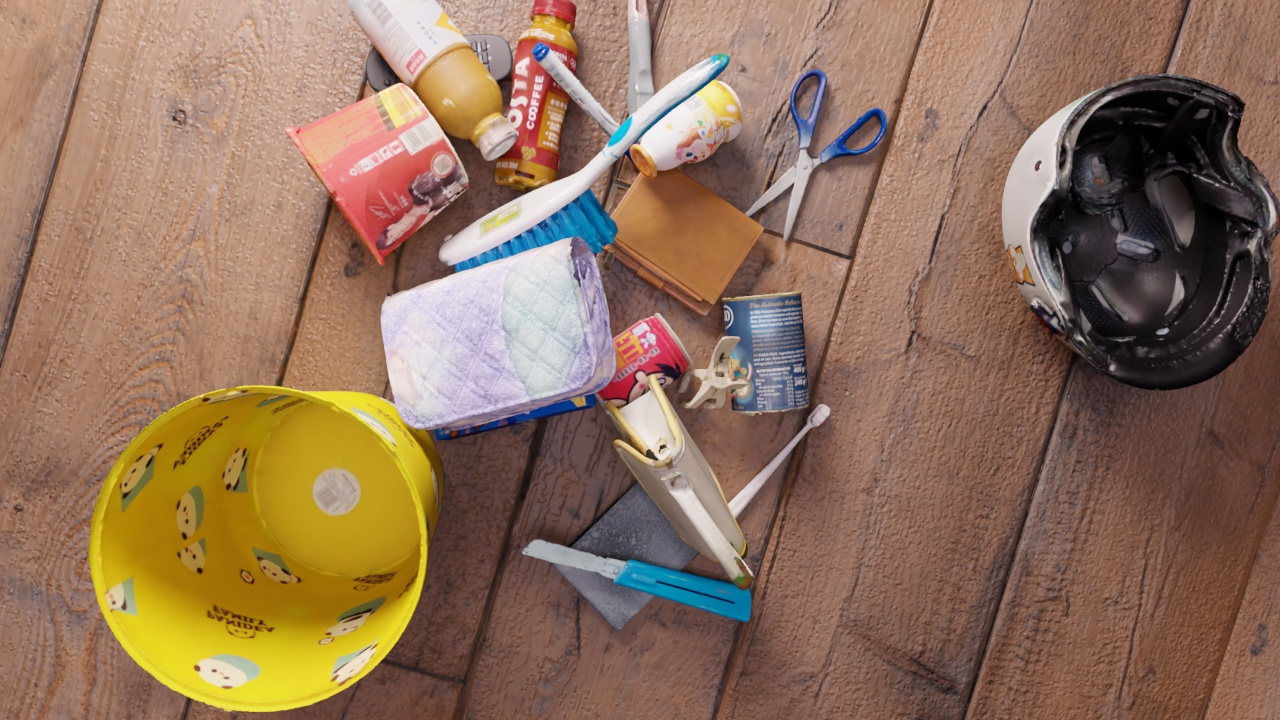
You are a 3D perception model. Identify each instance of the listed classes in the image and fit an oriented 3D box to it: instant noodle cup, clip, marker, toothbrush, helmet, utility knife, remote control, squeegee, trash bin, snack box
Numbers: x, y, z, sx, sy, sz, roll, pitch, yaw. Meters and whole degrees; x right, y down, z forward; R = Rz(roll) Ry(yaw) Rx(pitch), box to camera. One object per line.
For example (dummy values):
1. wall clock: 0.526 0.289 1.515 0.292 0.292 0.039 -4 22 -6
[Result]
1. instant noodle cup: -0.225 -0.169 0.814 0.108 0.138 0.138 -35 95 -10
2. clip: 0.070 0.020 0.856 0.034 0.100 0.071 4 64 -22
3. marker: -0.046 -0.234 0.842 0.017 0.017 0.145 -49 124 -1
4. toothbrush: 0.125 0.112 0.907 0.016 0.016 0.180 42 90 -3
5. helmet: 0.436 -0.118 0.849 0.230 0.157 0.274 -27 105 -4
6. utility knife: 0.001 0.209 0.885 0.238 0.018 0.034 18 94 -14
7. remote control: -0.187 -0.275 0.861 0.136 0.024 0.053 -6 91 -1
8. squeegee: 0.000 -0.328 0.865 0.247 0.040 0.250 -4 99 -21
9. trash bin: -0.273 0.125 0.760 0.229 0.255 0.229 0 93 -4
10. snack box: -0.123 0.018 0.846 0.157 0.026 0.084 -14 81 17

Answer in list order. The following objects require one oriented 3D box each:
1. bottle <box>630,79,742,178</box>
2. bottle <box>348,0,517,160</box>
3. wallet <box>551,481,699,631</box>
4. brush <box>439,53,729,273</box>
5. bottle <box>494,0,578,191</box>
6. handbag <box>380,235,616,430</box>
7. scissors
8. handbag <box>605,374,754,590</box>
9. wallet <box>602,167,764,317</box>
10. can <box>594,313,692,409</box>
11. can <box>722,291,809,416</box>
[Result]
1. bottle: 0.042 -0.213 0.853 0.108 0.063 0.063 -38 95 -14
2. bottle: -0.180 -0.262 0.813 0.068 0.068 0.189 -38 89 -2
3. wallet: -0.012 0.192 0.902 0.121 0.019 0.097 -43 97 -2
4. brush: -0.044 -0.150 0.815 0.315 0.060 0.109 -26 126 9
5. bottle: -0.094 -0.246 0.852 0.057 0.057 0.175 10 92 -5
6. handbag: -0.123 -0.018 0.795 0.194 0.075 0.134 -14 83 15
7. scissors: 0.172 -0.201 0.897 0.164 0.012 0.162 -8 95 -3
8. handbag: 0.040 0.119 0.804 0.063 0.178 0.163 -31 128 2
9. wallet: 0.034 -0.115 0.880 0.130 0.035 0.119 34 90 -4
10. can: -0.005 0.005 0.867 0.094 0.066 0.066 -35 95 -2
11. can: 0.120 -0.007 0.871 0.075 0.075 0.111 -5 94 -4
